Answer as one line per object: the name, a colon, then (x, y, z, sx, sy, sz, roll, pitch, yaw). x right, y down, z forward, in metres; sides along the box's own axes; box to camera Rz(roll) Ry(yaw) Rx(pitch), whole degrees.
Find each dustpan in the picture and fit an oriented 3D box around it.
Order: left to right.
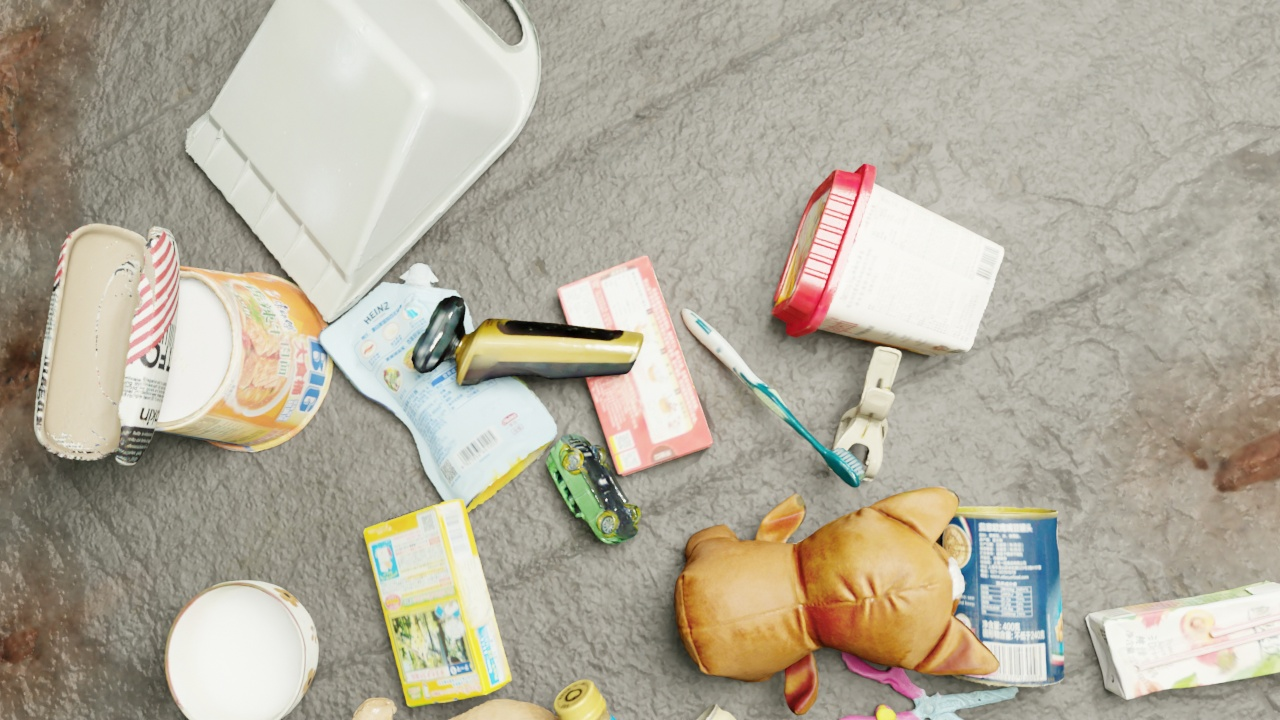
dustpan: (-0.210, -0.204, 0.750, 0.222, 0.142, 0.258, 47, 119, 14)

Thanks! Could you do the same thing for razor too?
razor: (-0.081, -0.013, 0.668, 0.167, 0.062, 0.068, 3, 113, 3)

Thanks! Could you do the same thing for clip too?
clip: (0.158, 0.042, 0.634, 0.035, 0.071, 0.100, 17, 132, 10)

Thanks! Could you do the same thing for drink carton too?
drink carton: (0.368, 0.184, 0.604, 0.122, 0.045, 0.053, -13, 81, 8)

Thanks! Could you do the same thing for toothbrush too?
toothbrush: (0.091, 0.021, 0.658, 0.018, 0.016, 0.191, -25, 56, -29)

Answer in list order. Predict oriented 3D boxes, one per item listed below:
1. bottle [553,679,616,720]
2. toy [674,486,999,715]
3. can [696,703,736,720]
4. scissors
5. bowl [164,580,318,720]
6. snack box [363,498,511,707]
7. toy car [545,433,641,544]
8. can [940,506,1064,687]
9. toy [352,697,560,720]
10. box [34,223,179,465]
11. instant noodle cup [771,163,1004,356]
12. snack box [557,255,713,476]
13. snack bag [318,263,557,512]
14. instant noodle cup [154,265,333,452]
bottle: (0.007, 0.307, 0.610, 0.065, 0.065, 0.219, -27, 102, 6)
toy: (0.126, 0.158, 0.616, 0.200, 0.130, 0.140, -20, 83, 29)
can: (0.076, 0.301, 0.636, 0.116, 0.058, 0.058, 43, 92, 11)
scissors: (0.197, 0.235, 0.646, 0.134, 0.017, 0.113, -13, 78, 4)
bowl: (-0.296, 0.223, 0.707, 0.113, 0.062, 0.113, -1, 86, 10)
snack box: (-0.153, 0.181, 0.685, 0.087, 0.033, 0.140, -22, 78, 32)
toy car: (-0.036, 0.097, 0.683, 0.036, 0.043, 0.091, -42, 70, 19)
can: (0.241, 0.156, 0.614, 0.075, 0.075, 0.111, -1, 85, 10)
toy: (-0.099, 0.303, 0.639, 0.143, 0.083, 0.226, -40, 91, -23)
box: (-0.363, -0.012, 0.622, 0.087, 0.076, 0.163, 5, 87, -12)
instant noodle cup: (0.169, -0.059, 0.634, 0.124, 0.116, 0.116, 20, 88, 0)
snack box: (-0.004, 0.004, 0.696, 0.075, 0.025, 0.153, -20, 82, 6)
snack bag: (-0.158, 0.017, 0.716, 0.110, 0.038, 0.191, -42, 77, 9)
instant noodle cup: (-0.334, -0.004, 0.711, 0.151, 0.111, 0.151, -1, 84, 9)
